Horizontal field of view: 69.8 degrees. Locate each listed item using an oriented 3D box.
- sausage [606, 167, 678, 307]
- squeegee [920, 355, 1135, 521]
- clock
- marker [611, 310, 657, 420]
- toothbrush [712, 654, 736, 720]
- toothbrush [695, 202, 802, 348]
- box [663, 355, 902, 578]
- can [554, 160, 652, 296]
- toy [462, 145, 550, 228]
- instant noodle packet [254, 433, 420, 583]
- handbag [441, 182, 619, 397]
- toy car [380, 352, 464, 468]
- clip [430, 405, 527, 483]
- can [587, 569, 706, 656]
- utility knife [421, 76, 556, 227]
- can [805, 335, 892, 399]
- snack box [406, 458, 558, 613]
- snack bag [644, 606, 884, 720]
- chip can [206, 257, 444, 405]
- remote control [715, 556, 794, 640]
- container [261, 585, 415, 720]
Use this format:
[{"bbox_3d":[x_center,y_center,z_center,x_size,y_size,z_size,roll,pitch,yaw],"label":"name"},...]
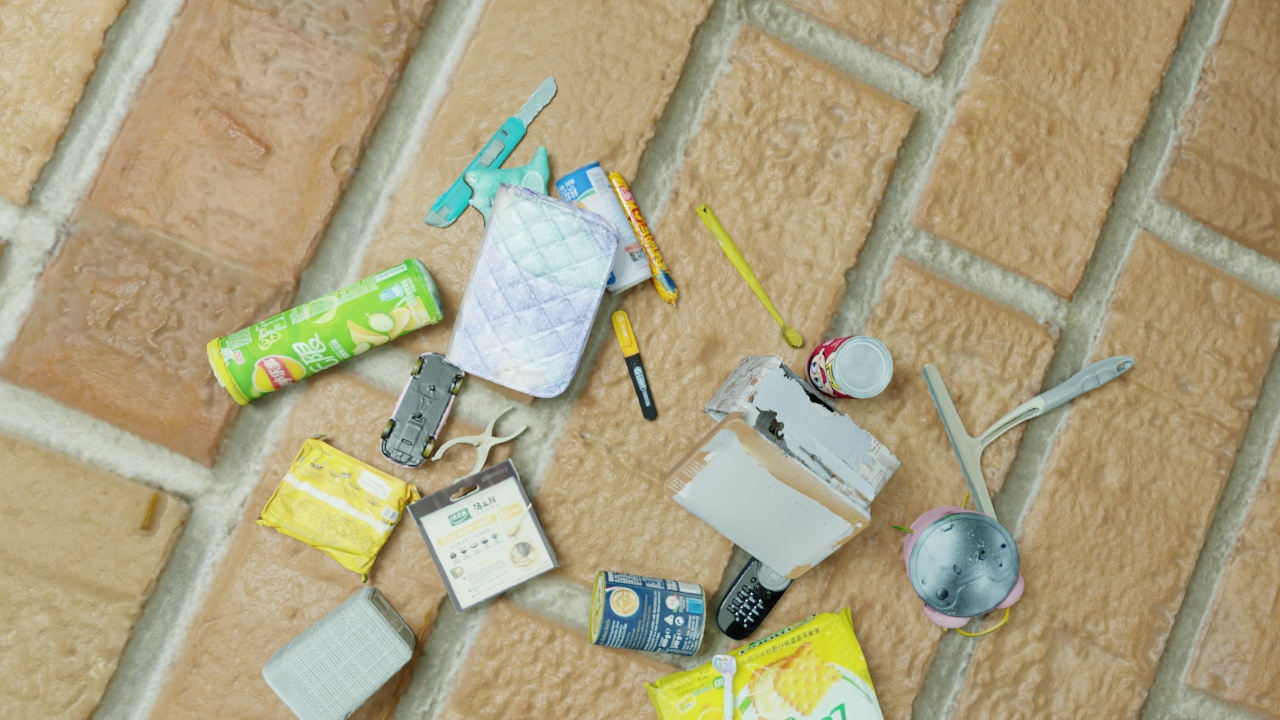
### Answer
[{"bbox_3d":[0.002,-0.132,0.986,0.021,0.021,0.165,-27,93,-9],"label":"sausage"},{"bbox_3d":[0.453,0.055,1.044,0.246,0.039,0.246,-29,106,-8],"label":"squeegee"},{"bbox_3d":[0.354,0.232,1.007,0.117,0.059,0.158,-26,95,4],"label":"clock"},{"bbox_3d":[-0.006,0.006,0.985,0.018,0.015,0.124,-18,93,-5],"label":"marker"},{"bbox_3d":[0.087,0.393,0.921,0.021,0.029,0.189,0,88,-46],"label":"toothbrush"},{"bbox_3d":[0.121,-0.092,1.006,0.015,0.017,0.190,-36,94,-9],"label":"toothbrush"},{"bbox_3d":[0.137,0.118,0.938,0.182,0.153,0.178,40,85,-6],"label":"box"},{"bbox_3d":[-0.038,-0.138,0.964,0.053,0.053,0.134,-27,93,-9],"label":"can"},{"bbox_3d":[-0.139,-0.175,0.959,0.092,0.030,0.096,-4,105,-14],"label":"toy"},{"bbox_3d":[-0.300,0.147,0.922,0.128,0.044,0.110,31,83,-9],"label":"instant noodle packet"},{"bbox_3d":[-0.107,-0.067,0.922,0.134,0.075,0.194,20,100,-4],"label":"handbag"},{"bbox_3d":[-0.223,0.051,0.941,0.056,0.037,0.122,25,73,-11],"label":"toy car"},{"bbox_3d":[-0.161,0.100,0.951,0.104,0.035,0.083,-19,89,-17],"label":"clip"},{"bbox_3d":[0.007,0.263,0.951,0.111,0.075,0.075,10,87,-9],"label":"can"},{"bbox_3d":[-0.156,-0.219,0.967,0.029,0.013,0.207,39,83,-11],"label":"utility knife"},{"bbox_3d":[0.220,0.008,0.981,0.066,0.094,0.066,0,89,-9],"label":"can"},{"bbox_3d":[-0.159,0.175,0.936,0.113,0.053,0.125,-24,95,-9],"label":"snack box"},{"bbox_3d":[0.135,0.371,0.973,0.246,0.068,0.158,-19,91,-8],"label":"snack bag"},{"bbox_3d":[-0.305,-0.031,0.910,0.221,0.072,0.072,-25,93,-8],"label":"chip can"},{"bbox_3d":[0.131,0.241,0.997,0.053,0.024,0.136,40,82,-5],"label":"remote control"},{"bbox_3d":[-0.289,0.290,0.899,0.114,0.090,0.090,-39,95,-11],"label":"container"}]
